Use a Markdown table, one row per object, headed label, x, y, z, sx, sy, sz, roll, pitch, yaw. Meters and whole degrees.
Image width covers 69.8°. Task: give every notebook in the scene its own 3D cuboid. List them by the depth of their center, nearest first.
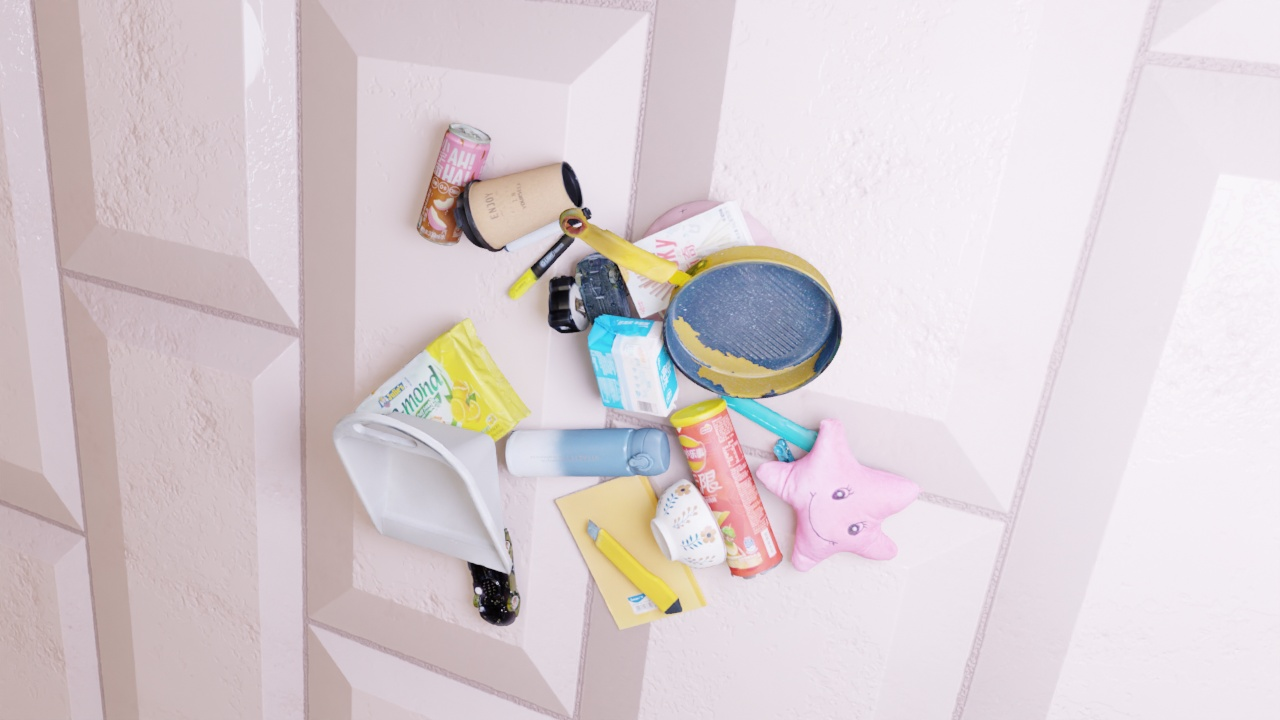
| label | x | y | z | sx | sy | sz | roll | pitch | yaw |
| --- | --- | --- | --- | --- | --- | --- | --- | --- | --- |
| notebook | -0.014 | 0.258 | 1.239 | 0.146 | 0.010 | 0.206 | -23 | 96 | 27 |

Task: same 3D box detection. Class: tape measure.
| label | x | y | z | sx | sy | sz | roll | pitch | yaw |
| --- | --- | --- | --- | --- | --- | --- | --- | --- | --- |
| tape measure | -0.088 | -0.067 | 1.141 | 0.034 | 0.066 | 0.065 | -5 | 77 | 21 |

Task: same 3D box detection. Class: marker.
| label | x | y | z | sx | sy | sz | roll | pitch | yaw |
| --- | --- | --- | --- | --- | --- | --- | --- | --- | --- |
| marker | -0.117 | -0.163 | 1.150 | 0.131 | 0.022 | 0.018 | -18 | 92 | 28 |
| marker | -0.127 | -0.120 | 1.170 | 0.124 | 0.015 | 0.018 | -41 | 90 | 26 |

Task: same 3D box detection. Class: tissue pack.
| label | x | y | z | sx | sy | sz | roll | pitch | yaw |
| --- | --- | --- | --- | --- | --- | --- | --- | --- | --- |
| tissue pack | -0.007 | 0.006 | 1.112 | 0.090 | 0.063 | 0.140 | 9 | 138 | 21 |

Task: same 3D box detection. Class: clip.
| label | x | y | z | sx | sy | sz | roll | pitch | yaw |
| --- | --- | --- | --- | --- | --- | --- | --- | --- | --- |
| clip | 0.179 | 0.122 | 1.112 | 0.014 | 0.046 | 0.057 | -25 | 96 | 26 |

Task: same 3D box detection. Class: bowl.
| label | x | y | z | sx | sy | sz | roll | pitch | yaw |
| --- | --- | --- | --- | --- | --- | --- | --- | --- | --- |
| bowl | 0.052 | 0.210 | 1.134 | 0.062 | 0.113 | 0.113 | -24 | 97 | -14 |

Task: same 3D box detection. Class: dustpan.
| label | x | y | z | sx | sy | sz | roll | pitch | yaw |
| --- | --- | --- | --- | --- | --- | --- | --- | --- | --- |
| dustpan | -0.293 | 0.169 | 1.184 | 0.223 | 0.142 | 0.258 | 12 | 110 | 20 |

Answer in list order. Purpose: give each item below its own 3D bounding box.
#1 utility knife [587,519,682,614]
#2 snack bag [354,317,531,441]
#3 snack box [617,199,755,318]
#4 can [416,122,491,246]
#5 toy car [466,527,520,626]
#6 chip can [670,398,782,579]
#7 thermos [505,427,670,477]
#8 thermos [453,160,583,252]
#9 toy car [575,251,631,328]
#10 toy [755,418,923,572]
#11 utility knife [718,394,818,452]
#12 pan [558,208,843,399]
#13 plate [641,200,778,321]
| label | x | y | z | sx | sy | sz | roll | pitch | yaw |
| --- | --- | --- | --- | --- | --- | --- | --- | --- | --- |
| utility knife | -0.009 | 0.276 | 1.227 | 0.173 | 0.015 | 0.033 | 43 | 111 | 6 |
| snack bag | -0.271 | 0.070 | 1.258 | 0.247 | 0.068 | 0.158 | -35 | 91 | 27 |
| snack box | 0.053 | -0.114 | 1.044 | 0.157 | 0.026 | 0.085 | -21 | 97 | 25 |
| can | -0.237 | -0.221 | 1.161 | 0.058 | 0.057 | 0.147 | 29 | 115 | 12 |
| toy car | -0.211 | 0.308 | 1.319 | 0.070 | 0.042 | 0.158 | 1 | 105 | 23 |
| chip can | 0.108 | 0.156 | 1.124 | 0.073 | 0.073 | 0.216 | -18 | 98 | 26 |
| thermos | -0.067 | 0.119 | 1.187 | 0.221 | 0.070 | 0.070 | -3 | 104 | 25 |
| thermos | -0.146 | -0.191 | 1.119 | 0.143 | 0.092 | 0.093 | -15 | 99 | 19 |
| toy car | -0.042 | -0.075 | 1.137 | 0.054 | 0.036 | 0.121 | -5 | 114 | 23 |
| toy | 0.235 | 0.156 | 1.066 | 0.179 | 0.074 | 0.195 | -15 | 107 | 19 |
| utility knife | 0.162 | 0.073 | 1.109 | 0.160 | 0.013 | 0.029 | 29 | 112 | 15 |
| pan | 0.062 | -0.070 | 0.983 | 0.357 | 0.078 | 0.198 | 35 | 126 | -22 |
| plate | 0.074 | -0.090 | 1.081 | 0.193 | 0.039 | 0.192 | 6 | 108 | 21 |
